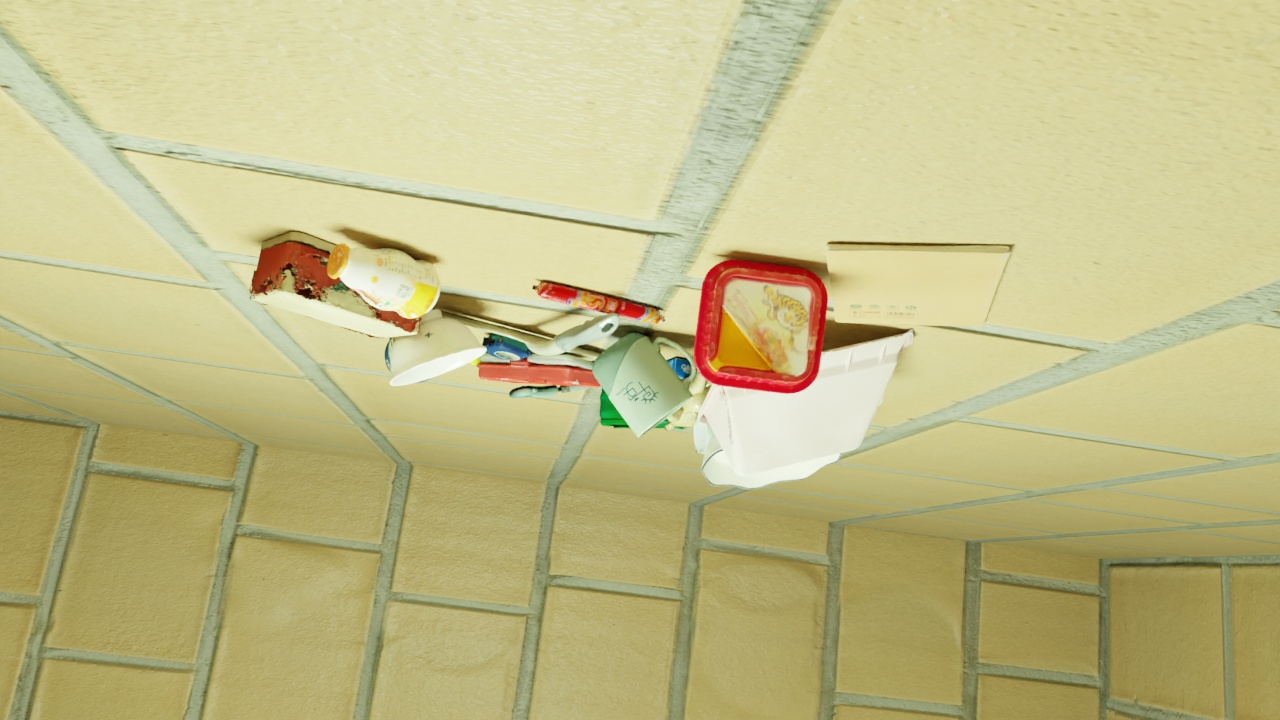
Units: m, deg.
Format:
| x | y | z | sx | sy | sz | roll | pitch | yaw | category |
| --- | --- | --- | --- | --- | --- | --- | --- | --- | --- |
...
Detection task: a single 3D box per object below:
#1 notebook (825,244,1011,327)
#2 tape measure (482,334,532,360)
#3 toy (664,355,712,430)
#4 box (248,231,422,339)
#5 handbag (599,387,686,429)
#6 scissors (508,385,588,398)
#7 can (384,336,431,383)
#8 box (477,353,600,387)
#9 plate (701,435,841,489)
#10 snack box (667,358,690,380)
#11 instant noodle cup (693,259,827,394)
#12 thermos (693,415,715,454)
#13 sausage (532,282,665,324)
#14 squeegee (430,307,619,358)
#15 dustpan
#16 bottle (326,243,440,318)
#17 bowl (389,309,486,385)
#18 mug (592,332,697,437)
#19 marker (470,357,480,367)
| x | y | z | sx | sy | sz | roll | pitch | yaw | category |
| --- | --- | --- | --- | --- | --- | --- | --- | --- | --- |
| 0.251 | -0.066 | 0.850 | 0.148 | 0.008 | 0.207 | 3 | 166 | 16 | notebook |
| -0.179 | -0.019 | 1.220 | 0.055 | 0.025 | 0.058 | -4 | 159 | 43 | tape measure |
| 0.068 | 0.036 | 1.181 | 0.066 | 0.104 | 0.158 | 46 | 147 | 16 | toy |
| -0.319 | -0.068 | 0.979 | 0.091 | 0.079 | 0.168 | -5 | 162 | 43 | box |
| 0.007 | 0.073 | 1.430 | 0.131 | 0.068 | 0.120 | -2 | 171 | 28 | handbag |
| -0.134 | 0.043 | 1.390 | 0.177 | 0.019 | 0.174 | -9 | 176 | -20 | scissors |
| -0.286 | -0.016 | 1.178 | 0.075 | 0.075 | 0.111 | 11 | 165 | -18 | can |
| -0.138 | 0.010 | 1.273 | 0.202 | 0.048 | 0.087 | 1 | 175 | 43 | box |
| 0.186 | 0.129 | 1.319 | 0.205 | 0.045 | 0.205 | -7 | 152 | -4 | plate |
| 0.053 | 0.029 | 1.291 | 0.084 | 0.026 | 0.157 | 12 | 166 | -20 | snack box |
| 0.108 | -0.029 | 0.877 | 0.116 | 0.116 | 0.124 | 7 | 178 | -2 | instant noodle cup |
| 0.192 | 0.108 | 1.403 | 0.220 | 0.070 | 0.070 | 0 | 169 | -17 | thermos |
| -0.043 | -0.062 | 0.992 | 0.155 | 0.020 | 0.020 | 12 | 165 | -20 | sausage |
| -0.092 | -0.026 | 1.072 | 0.246 | 0.039 | 0.247 | 15 | 169 | -31 | squeegee |
| 0.172 | 0.028 | 1.102 | 0.222 | 0.138 | 0.274 | -10 | 138 | -10 | dustpan |
| -0.257 | -0.083 | 0.920 | 0.063 | 0.063 | 0.108 | -6 | 161 | 43 | bottle |
| -0.247 | -0.021 | 1.074 | 0.118 | 0.064 | 0.118 | -22 | 175 | -2 | bowl |
| 0.010 | 0.018 | 1.109 | 0.112 | 0.106 | 0.082 | -37 | 173 | 12 | mug |
| -0.232 | 0.003 | 1.346 | 0.015 | 0.018 | 0.124 | 8 | 168 | 19 | marker |
